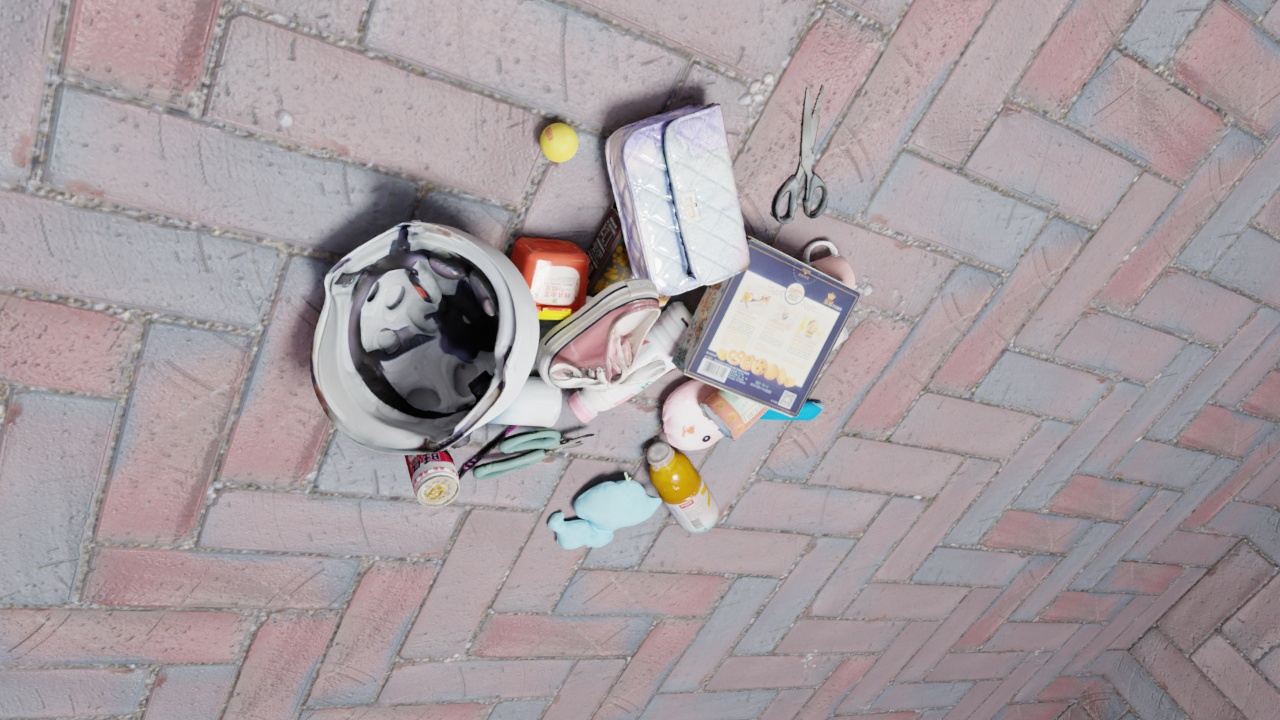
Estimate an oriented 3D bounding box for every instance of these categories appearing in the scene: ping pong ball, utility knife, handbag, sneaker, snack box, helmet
[{"bbox_3d":[-0.086,-0.229,0.963,0.040,0.040,0.040,-14,131,-16],"label":"ping pong ball"},{"bbox_3d":[0.198,0.073,1.341,0.204,0.018,0.034,3,129,-44],"label":"utility knife"},{"bbox_3d":[0.046,-0.172,1.008,0.134,0.075,0.194,-23,115,-20],"label":"handbag"},{"bbox_3d":[-0.047,-0.006,1.047,0.118,0.087,0.242,-4,160,-33],"label":"sneaker"},{"bbox_3d":[-0.105,-0.093,1.041,0.091,0.082,0.080,1,116,-29],"label":"snack box"},{"bbox_3d":[-0.002,-0.126,1.088,0.113,0.053,0.126,12,126,-33],"label":"snack box"},{"bbox_3d":[0.157,-0.040,1.141,0.177,0.046,0.182,22,99,-25],"label":"snack box"},{"bbox_3d":[-0.214,-0.026,0.974,0.259,0.229,0.145,-43,171,25],"label":"helmet"}]

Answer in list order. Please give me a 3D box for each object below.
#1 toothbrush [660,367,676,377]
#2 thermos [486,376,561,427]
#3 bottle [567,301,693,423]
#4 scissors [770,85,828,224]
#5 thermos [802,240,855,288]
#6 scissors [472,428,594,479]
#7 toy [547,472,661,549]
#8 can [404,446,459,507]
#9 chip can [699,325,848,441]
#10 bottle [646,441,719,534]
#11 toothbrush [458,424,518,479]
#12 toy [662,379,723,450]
[{"bbox_3d":[-0.001,0.028,1.235,0.187,0.016,0.017,-25,126,-6],"label":"toothbrush"},{"bbox_3d":[-0.207,0.043,1.115,0.220,0.070,0.070,6,124,-29],"label":"thermos"},{"bbox_3d":[-0.007,0.007,1.178,0.197,0.068,0.068,-38,134,7],"label":"bottle"},{"bbox_3d":[0.207,-0.245,1.117,0.150,0.014,0.171,24,111,-36],"label":"scissors"},{"bbox_3d":[0.179,-0.087,1.200,0.198,0.067,0.087,-24,105,-6],"label":"thermos"},{"bbox_3d":[-0.149,0.125,1.218,0.176,0.019,0.174,-32,161,27],"label":"scissors"},{"bbox_3d":[-0.053,0.223,1.346,0.161,0.049,0.157,3,131,-12],"label":"toy"},{"bbox_3d":[-0.254,0.113,1.098,0.053,0.132,0.053,-13,131,-16],"label":"can"},{"bbox_3d":[0.180,0.014,1.239,0.214,0.071,0.071,-42,135,-9],"label":"chip can"},{"bbox_3d":[0.060,0.187,1.360,0.068,0.068,0.189,-31,134,0],"label":"bottle"},{"bbox_3d":[-0.216,0.127,1.213,0.189,0.014,0.018,-41,121,9],"label":"toothbrush"},{"bbox_3d":[0.103,0.067,1.296,0.159,0.054,0.121,-20,131,-20],"label":"toy"}]
